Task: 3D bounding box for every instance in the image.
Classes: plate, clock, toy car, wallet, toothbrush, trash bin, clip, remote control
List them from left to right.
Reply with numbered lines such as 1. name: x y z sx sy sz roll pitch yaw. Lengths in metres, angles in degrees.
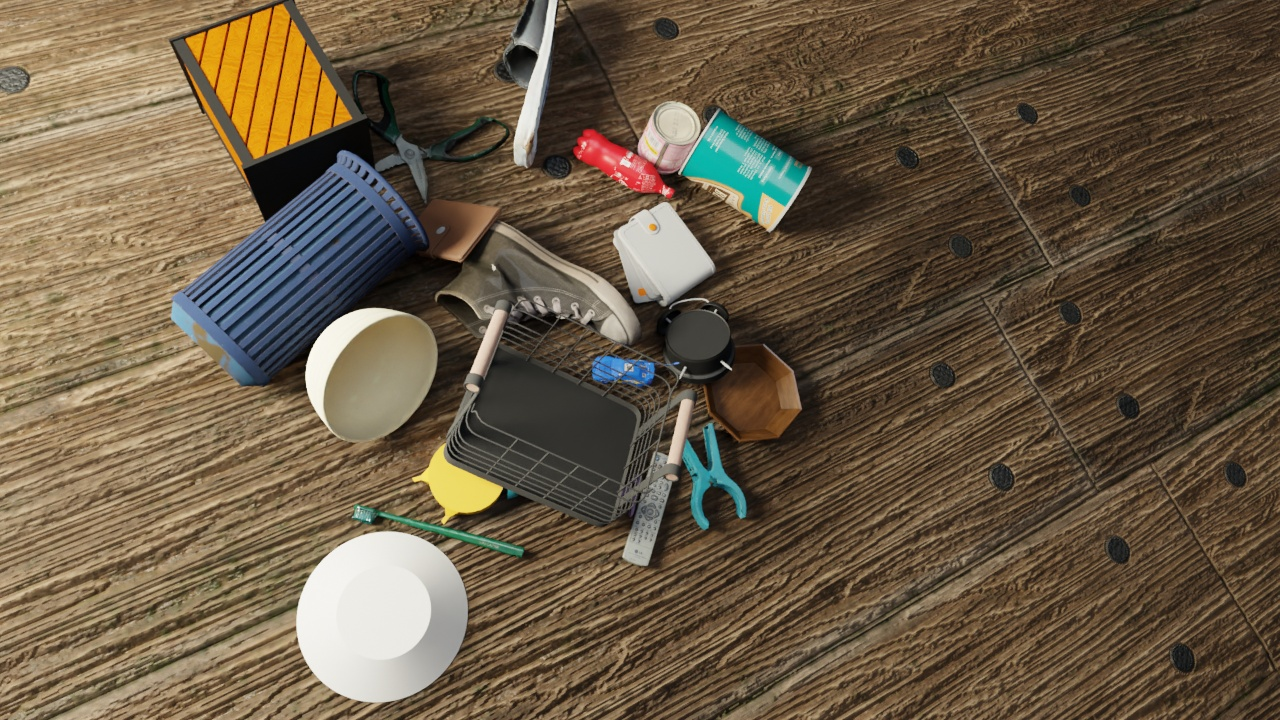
1. trash bin: -0.411 -0.280 1.045 0.139 0.140 0.171 -29 81 -19
2. trash bin: -0.367 -0.093 0.989 0.139 0.139 0.249 43 73 3
3. plate: -0.266 0.262 0.953 0.174 0.036 0.173 5 70 -13
4. toothbrush: -0.220 0.189 1.003 0.189 0.016 0.017 16 65 -9
5. wallet: -0.228 -0.156 1.084 0.121 0.013 0.087 14 60 37
6. clock: -0.182 0.121 1.025 0.129 0.044 0.099 -34 82 -16
7. clip: -0.014 0.155 1.073 0.029 0.013 0.050 28 64 -5
8. toy car: -0.007 0.007 1.100 0.092 0.062 0.033 7 69 -13
9. remote control: 0.012 0.173 1.072 0.033 0.013 0.136 21 67 -7
10. wallet: 0.018 -0.131 1.171 0.115 0.038 0.118 -35 86 -23
11. clock: 0.068 -0.029 1.130 0.091 0.043 0.120 -9 54 0
12. clip: 0.100 0.138 1.103 0.120 0.030 0.130 2 71 -10
13. plate: 0.135 0.043 1.146 0.131 0.025 0.131 5 70 -13

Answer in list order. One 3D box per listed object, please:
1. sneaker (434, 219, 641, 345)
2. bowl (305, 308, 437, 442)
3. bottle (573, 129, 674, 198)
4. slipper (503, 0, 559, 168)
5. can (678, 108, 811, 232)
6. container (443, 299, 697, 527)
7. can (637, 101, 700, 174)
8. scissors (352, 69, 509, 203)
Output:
1. sneaker: -0.117 -0.060 1.080 0.234 0.095 0.119 32 68 -5
2. bowl: -0.301 0.006 0.990 0.075 0.151 0.150 27 62 28
3. bottle: -0.019 -0.253 1.201 0.141 0.042 0.041 30 66 -4
4. slipper: -0.146 -0.376 1.180 0.063 0.111 0.263 7 73 -6
5. can: 0.137 -0.250 1.211 0.144 0.099 0.099 32 66 -2
6. container: -0.080 0.057 0.995 0.241 0.131 0.162 26 54 -15
7. can: 0.037 -0.292 1.211 0.067 0.076 0.067 5 69 -14
8. scissors: -0.269 -0.294 1.164 0.205 0.015 0.201 -17 77 -21
